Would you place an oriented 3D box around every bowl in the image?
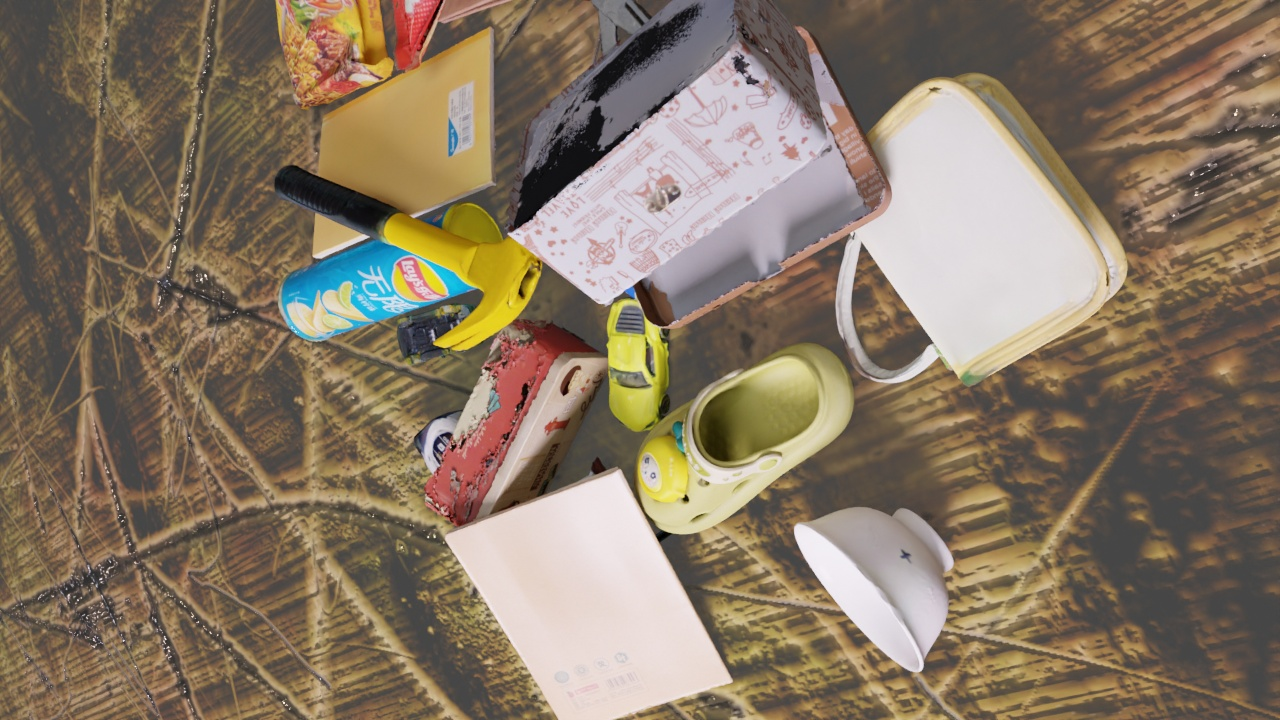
[{"bbox_3d":[0.164,0.136,0.603,0.064,0.118,0.118,-37,77,-11],"label":"bowl"}]

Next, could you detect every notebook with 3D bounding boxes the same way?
[{"bbox_3d":[-0.037,0.190,0.700,0.148,0.008,0.208,-22,110,13],"label":"notebook"},{"bbox_3d":[-0.201,-0.179,0.769,0.207,0.010,0.145,-15,68,30],"label":"notebook"}]

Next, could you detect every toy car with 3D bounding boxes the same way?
[{"bbox_3d":[-0.004,0.004,0.704,0.048,0.032,0.105,5,102,29],"label":"toy car"},{"bbox_3d":[-0.172,-0.023,0.792,0.091,0.036,0.043,-11,94,29],"label":"toy car"}]

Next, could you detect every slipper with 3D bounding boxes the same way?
[{"bbox_3d":[0.056,0.050,0.641,0.191,0.081,0.091,-36,58,28],"label":"slipper"}]

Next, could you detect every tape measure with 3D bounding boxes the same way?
[{"bbox_3d":[-0.159,0.077,0.803,0.066,0.033,0.065,-37,81,31],"label":"tape measure"}]

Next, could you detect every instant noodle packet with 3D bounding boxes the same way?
[{"bbox_3d":[-0.274,-0.298,0.803,0.111,0.044,0.128,-10,93,27],"label":"instant noodle packet"}]

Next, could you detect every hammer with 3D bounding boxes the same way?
[{"bbox_3d":[-0.191,-0.103,0.715,0.301,0.032,0.129,25,95,33],"label":"hammer"}]

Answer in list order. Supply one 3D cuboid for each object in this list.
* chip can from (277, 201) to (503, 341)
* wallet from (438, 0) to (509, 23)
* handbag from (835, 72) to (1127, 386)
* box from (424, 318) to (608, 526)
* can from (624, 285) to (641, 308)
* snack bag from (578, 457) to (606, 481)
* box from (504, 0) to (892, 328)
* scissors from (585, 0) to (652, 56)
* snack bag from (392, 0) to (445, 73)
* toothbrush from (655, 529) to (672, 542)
[{"bbox_3d":[-0.218,-0.073,0.790,0.211,0.071,0.071,-13,91,31],"label":"chip can"},{"bbox_3d":[-0.129,-0.327,0.717,0.115,0.020,0.101,1,97,43],"label":"wallet"},{"bbox_3d":[0.185,-0.067,0.576,0.179,0.063,0.163,-43,76,43],"label":"handbag"},{"bbox_3d":[-0.104,0.051,0.722,0.078,0.091,0.168,31,102,21],"label":"box"},{"bbox_3d":[0.001,-0.103,0.669,0.083,0.057,0.102,38,114,22],"label":"can"},{"bbox_3d":[-0.057,0.122,0.756,0.104,0.026,0.048,-39,69,28],"label":"snack bag"},{"bbox_3d":[0.039,-0.114,0.564,0.182,0.150,0.166,-32,125,31],"label":"box"},{"bbox_3d":[-0.032,-0.277,0.648,0.189,0.015,0.225,15,110,48],"label":"scissors"},{"bbox_3d":[-0.154,-0.332,0.688,0.208,0.073,0.128,-41,62,47],"label":"snack bag"},{"bbox_3d":[0.042,0.119,0.707,0.016,0.014,0.190,47,118,-3],"label":"toothbrush"}]
